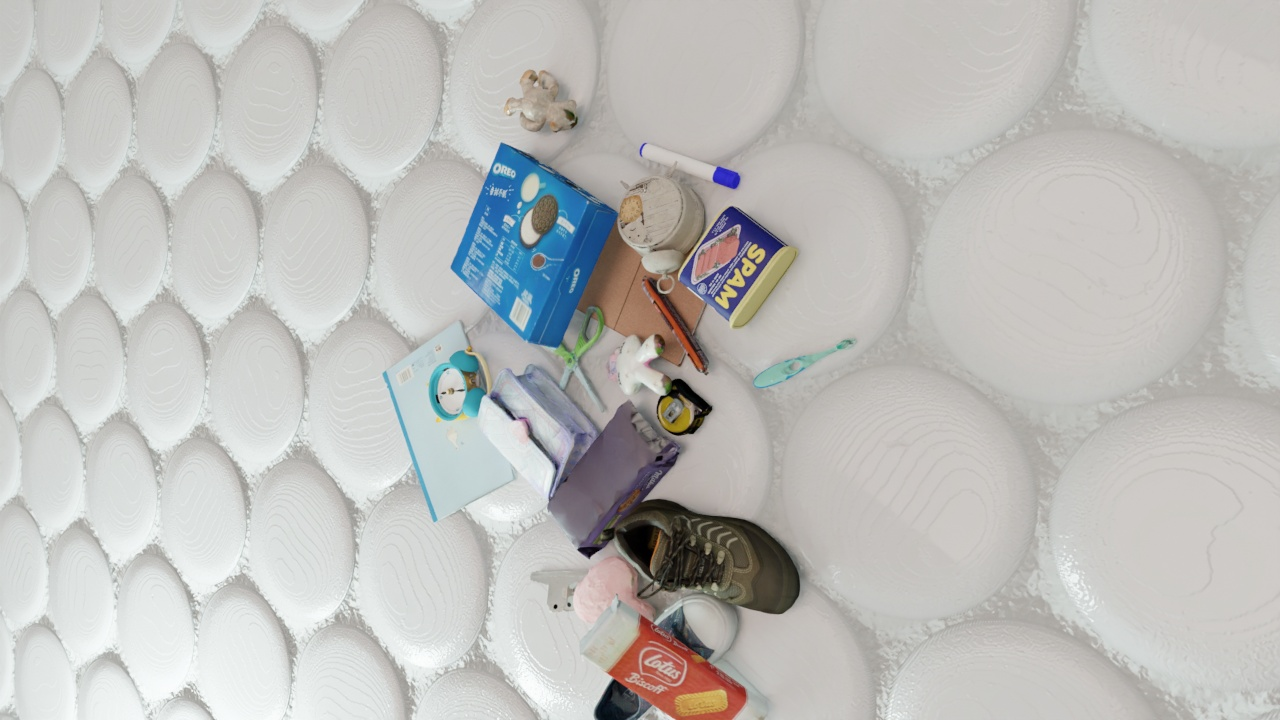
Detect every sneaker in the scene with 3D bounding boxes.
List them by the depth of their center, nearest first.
[{"bbox_3d":[0.059,0.226,1.061,0.238,0.142,0.101,17,98,31],"label":"sneaker"},{"bbox_3d":[0.020,0.369,1.124,0.236,0.079,0.087,-50,66,23],"label":"sneaker"}]

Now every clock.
[{"bbox_3d":[0.021,-0.158,1.120,0.104,0.061,0.156,-14,73,27],"label":"clock"},{"bbox_3d":[-0.259,0.040,1.316,0.130,0.043,0.099,-25,76,36],"label":"clock"}]

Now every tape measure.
[{"bbox_3d":[0.049,0.062,1.131,0.062,0.034,0.061,41,113,27],"label":"tape measure"}]

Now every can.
[{"bbox_3d":[0.111,-0.110,1.070,0.092,0.056,0.116,42,110,20],"label":"can"}]

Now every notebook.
[{"bbox_3d":[-0.005,-0.101,1.180,0.209,0.008,0.141,30,106,29],"label":"notebook"},{"bbox_3d":[-0.288,0.092,1.364,0.181,0.009,0.253,-29,75,29],"label":"notebook"}]

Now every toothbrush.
[{"bbox_3d":[0.185,0.003,1.053,0.135,0.017,0.022,-26,80,30],"label":"toothbrush"}]

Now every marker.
[{"bbox_3d":[0.059,-0.242,1.132,0.141,0.020,0.020,26,104,30],"label":"marker"}]

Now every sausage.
[{"bbox_3d":[0.043,-0.046,1.132,0.020,0.020,0.155,-42,69,26],"label":"sausage"}]

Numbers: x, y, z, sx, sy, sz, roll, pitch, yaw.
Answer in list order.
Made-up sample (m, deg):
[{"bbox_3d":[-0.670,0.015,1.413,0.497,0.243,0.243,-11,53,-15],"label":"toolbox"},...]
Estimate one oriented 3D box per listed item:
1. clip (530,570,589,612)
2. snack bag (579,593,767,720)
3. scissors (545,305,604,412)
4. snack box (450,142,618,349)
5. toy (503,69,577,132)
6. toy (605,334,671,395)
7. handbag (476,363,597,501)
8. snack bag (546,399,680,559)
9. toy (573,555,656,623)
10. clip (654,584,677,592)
[{"bbox_3d":[-0.109,0.310,1.234,0.102,0.045,0.055,-10,72,33],"label":"clip"},{"bbox_3d":[0.039,0.368,1.065,0.225,0.041,0.077,36,100,-9],"label":"snack bag"},{"bbox_3d":[-0.095,-0.002,1.235,0.172,0.023,0.172,34,111,26],"label":"scissors"},{"bbox_3d":[-0.149,-0.156,1.212,0.239,0.056,0.196,41,112,43],"label":"snack box"},{"bbox_3d":[-0.122,-0.343,1.230,0.106,0.074,0.085,30,93,25],"label":"toy"},{"bbox_3d":[-0.007,0.007,1.152,0.123,0.038,0.079,-7,88,54],"label":"toy"},{"bbox_3d":[-0.146,0.098,1.236,0.158,0.069,0.127,44,121,22],"label":"handbag"},{"bbox_3d":[-0.041,0.154,1.175,0.096,0.058,0.206,47,114,25],"label":"snack bag"},{"bbox_3d":[-0.032,0.310,1.177,0.108,0.053,0.105,-45,79,22],"label":"toy"},{"bbox_3d":[0.020,0.272,1.157,0.052,0.026,0.059,-24,76,32],"label":"clip"}]
